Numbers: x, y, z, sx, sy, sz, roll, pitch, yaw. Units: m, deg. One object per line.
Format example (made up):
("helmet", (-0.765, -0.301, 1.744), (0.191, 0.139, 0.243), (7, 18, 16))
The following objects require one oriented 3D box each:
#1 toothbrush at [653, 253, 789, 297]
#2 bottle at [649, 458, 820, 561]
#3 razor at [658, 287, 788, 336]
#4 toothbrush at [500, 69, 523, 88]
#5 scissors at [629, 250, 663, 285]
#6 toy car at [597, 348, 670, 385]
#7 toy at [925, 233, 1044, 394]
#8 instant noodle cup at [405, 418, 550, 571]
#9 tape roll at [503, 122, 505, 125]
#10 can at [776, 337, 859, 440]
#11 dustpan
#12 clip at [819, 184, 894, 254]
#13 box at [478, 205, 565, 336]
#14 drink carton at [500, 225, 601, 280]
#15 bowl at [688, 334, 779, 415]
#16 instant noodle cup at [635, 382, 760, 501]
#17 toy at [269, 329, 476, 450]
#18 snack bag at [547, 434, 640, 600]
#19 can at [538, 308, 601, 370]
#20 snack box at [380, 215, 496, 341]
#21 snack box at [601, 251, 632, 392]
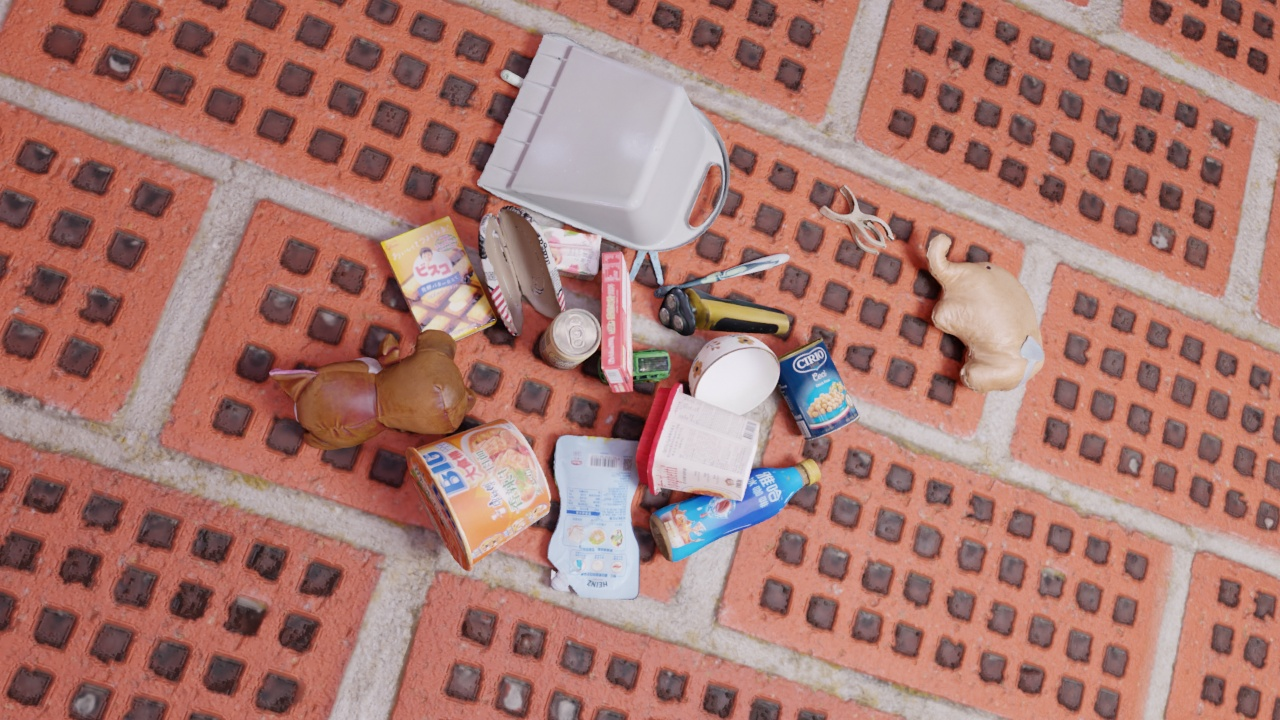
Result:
("toothbrush", (0.107, -0.110, 1.174), (0.191, 0.018, 0.016), (-17, 86, -14))
("bottle", (0.119, 0.174, 1.115), (0.218, 0.065, 0.065), (-21, 88, -15))
("razor", (0.107, -0.054, 1.150), (0.167, 0.062, 0.067), (7, 50, -17))
("toothbrush", (-0.090, -0.316, 1.155), (0.189, 0.020, 0.029), (27, 114, -8))
("scissors", (0.003, -0.161, 1.159), (0.113, 0.017, 0.134), (26, 81, -10))
("toy car", (-0.007, 0.007, 1.124), (0.091, 0.036, 0.043), (-5, 85, -10))
("toy", (0.452, -0.068, 1.216), (0.143, 0.083, 0.226), (-22, 85, -23))
("instant noodle cup", (-0.176, 0.140, 1.015), (0.111, 0.152, 0.151), (-26, 89, -23))
("tape roll", (-0.130, -0.276, 1.143), (0.085, 0.014, 0.085), (2, 83, -13))
("can", (0.217, 0.037, 1.150), (0.075, 0.075, 0.111), (-26, 89, -15))
("dustpan", (-0.026, -0.253, 1.147), (0.258, 0.142, 0.222), (19, 81, 21))
("clip", (0.289, -0.183, 1.218), (0.100, 0.035, 0.071), (45, 76, 1))
("box", (-0.130, -0.104, 1.050), (0.088, 0.163, 0.076), (-9, 45, 6))
("drink carton", (-0.111, -0.134, 1.112), (0.122, 0.045, 0.053), (8, 82, -11))
("bowl", (0.108, 0.010, 1.125), (0.113, 0.114, 0.062), (-12, 43, -14))
("instant noodle cup", (0.069, 0.103, 1.066), (0.124, 0.116, 0.116), (15, 64, 13))
("toy", (-0.291, 0.034, 1.014), (0.199, 0.130, 0.140), (-15, 124, -4))
("snack bag", (-0.052, 0.186, 1.088), (0.110, 0.039, 0.191), (5, 83, -18))
("can", (-0.083, -0.023, 1.067), (0.058, 0.116, 0.058), (2, 82, -13))
("snack box", (-0.238, -0.090, 1.085), (0.086, 0.034, 0.140), (-24, 87, -15))
("snack box", (-0.027, -0.045, 1.084), (0.025, 0.075, 0.152), (-4, 66, 7))
